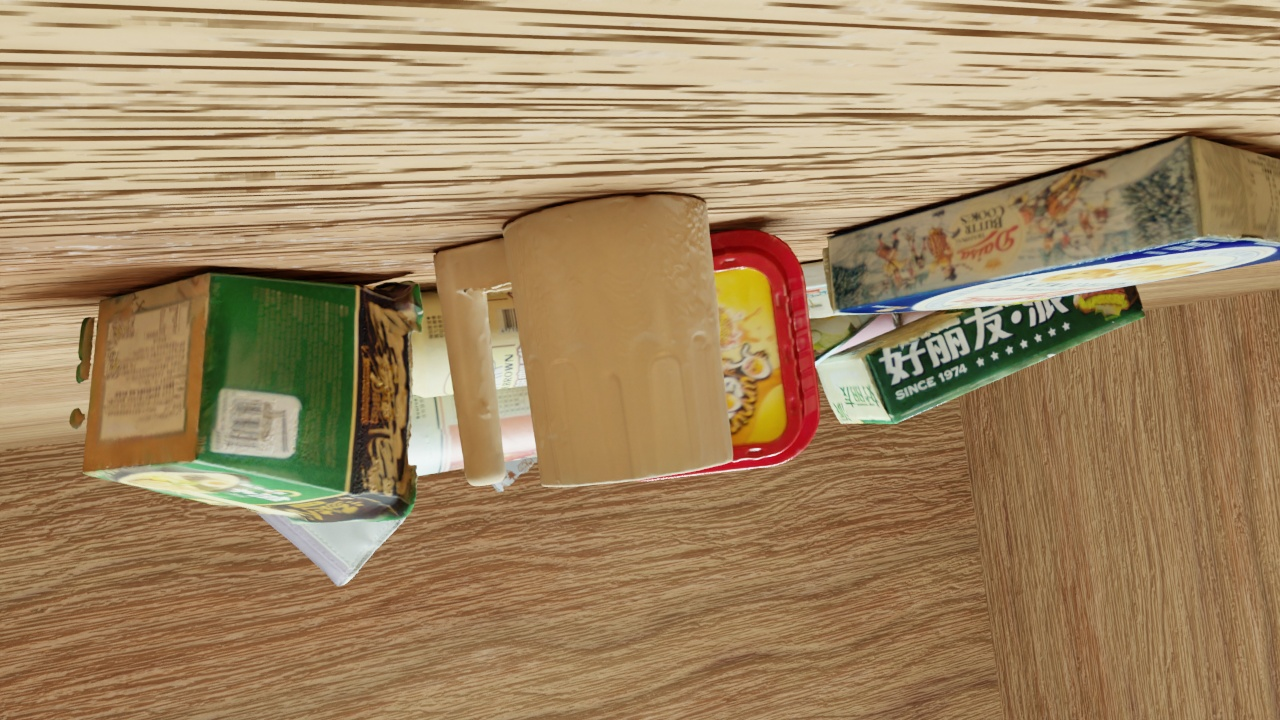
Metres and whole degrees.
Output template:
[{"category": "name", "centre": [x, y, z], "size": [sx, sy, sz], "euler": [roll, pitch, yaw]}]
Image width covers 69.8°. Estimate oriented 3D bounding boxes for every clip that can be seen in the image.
[{"category": "clip", "centre": [0.113, -0.036, 0.696], "size": [0.104, 0.034, 0.076], "euler": [-10, -167, 26]}]

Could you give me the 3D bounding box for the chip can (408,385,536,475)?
[{"category": "chip can", "centre": [-0.095, 0.030, 0.564], "size": [0.214, 0.071, 0.071], "euler": [-8, 178, -19]}]

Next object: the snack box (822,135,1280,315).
[{"category": "snack box", "centre": [0.222, -0.060, 0.470], "size": [0.177, 0.045, 0.183], "euler": [-4, 176, -39]}]

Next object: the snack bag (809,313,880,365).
[{"category": "snack bag", "centre": [0.112, 0.009, 0.757], "size": [0.190, 0.039, 0.110], "euler": [-40, -159, -17]}]

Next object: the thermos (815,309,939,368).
[{"category": "thermos", "centre": [0.184, -0.023, 0.858], "size": [0.198, 0.067, 0.087], "euler": [-5, -159, -7]}]

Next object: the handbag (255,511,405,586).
[{"category": "handbag", "centre": [-0.312, 0.096, 0.806], "size": [0.098, 0.197, 0.145], "euler": [-50, -162, -25]}]

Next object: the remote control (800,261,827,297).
[{"category": "remote control", "centre": [0.134, -0.056, 0.605], "size": [0.135, 0.019, 0.056], "euler": [-8, 177, 15]}]

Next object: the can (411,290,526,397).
[{"category": "can", "centre": [-0.078, -0.013, 0.518], "size": [0.116, 0.058, 0.059], "euler": [-7, 178, -19]}]

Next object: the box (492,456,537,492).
[{"category": "box", "centre": [-0.129, 0.018, 0.863], "size": [0.148, 0.158, 0.182], "euler": [-43, -178, -13]}]

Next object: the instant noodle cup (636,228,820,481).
[{"category": "instant noodle cup", "centre": [0.029, -0.008, 0.482], "size": [0.116, 0.116, 0.123], "euler": [-8, -171, 7]}]

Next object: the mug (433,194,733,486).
[{"category": "mug", "centre": [-0.026, -0.003, 0.377], "size": [0.125, 0.103, 0.084], "euler": [-9, 177, 22]}]

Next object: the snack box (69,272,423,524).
[{"category": "snack box", "centre": [-0.178, 0.015, 0.419], "size": [0.118, 0.118, 0.105], "euler": [-8, 167, 28]}]

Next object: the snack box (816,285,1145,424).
[{"category": "snack box", "centre": [0.277, -0.018, 0.765], "size": [0.240, 0.063, 0.114], "euler": [-21, 180, -10]}]
